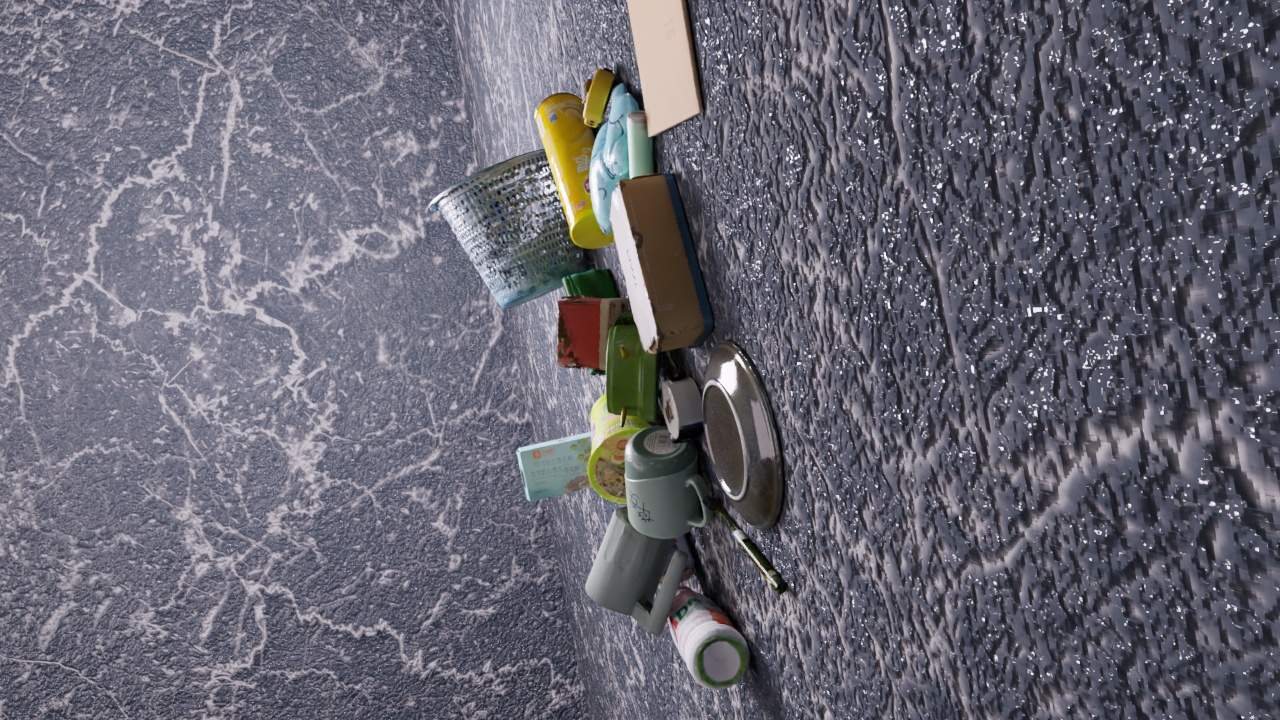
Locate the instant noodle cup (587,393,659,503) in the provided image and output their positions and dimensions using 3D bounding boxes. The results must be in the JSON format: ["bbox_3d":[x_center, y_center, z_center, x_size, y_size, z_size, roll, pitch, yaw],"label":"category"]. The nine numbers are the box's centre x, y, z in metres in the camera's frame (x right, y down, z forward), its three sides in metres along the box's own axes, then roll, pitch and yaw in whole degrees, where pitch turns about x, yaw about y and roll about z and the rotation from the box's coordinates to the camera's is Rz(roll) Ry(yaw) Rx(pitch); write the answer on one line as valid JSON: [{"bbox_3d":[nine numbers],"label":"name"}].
[{"bbox_3d":[-0.018,0.099,1.158,0.123,0.111,0.112,-107,11,-58],"label":"instant noodle cup"}]

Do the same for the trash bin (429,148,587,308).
[{"bbox_3d":[-0.185,-0.195,1.427,0.195,0.226,0.227,66,168,-5],"label":"trash bin"}]

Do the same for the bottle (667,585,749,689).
[{"bbox_3d":[0.066,0.307,1.052,0.197,0.068,0.068,-160,59,-79],"label":"bottle"}]

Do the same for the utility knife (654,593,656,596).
[{"bbox_3d":[0.015,0.254,1.337,0.033,0.015,0.215,-132,35,-65],"label":"utility knife"}]

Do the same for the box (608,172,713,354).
[{"bbox_3d":[0.019,-0.089,0.913,0.090,0.061,0.184,127,128,-75],"label":"box"}]

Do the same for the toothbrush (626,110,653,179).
[{"bbox_3d":[0.003,-0.159,0.990,0.027,0.026,0.225,-85,-6,-53],"label":"toothbrush"}]

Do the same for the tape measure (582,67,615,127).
[{"bbox_3d":[-0.049,-0.300,1.036,0.057,0.029,0.060,120,168,-71],"label":"tape measure"}]

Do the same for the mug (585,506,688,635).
[{"bbox_3d":[0.001,0.245,1.080,0.124,0.083,0.103,29,104,46],"label":"mug"}]

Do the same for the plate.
[{"bbox_3d":[0.085,0.071,0.845,0.179,0.024,0.179,167,91,-78],"label":"plate"}]

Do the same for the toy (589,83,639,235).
[{"bbox_3d":[-0.031,-0.223,1.030,0.156,0.049,0.161,-152,64,-78],"label":"toy"}]

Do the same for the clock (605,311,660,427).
[{"bbox_3d":[-0.006,0.006,1.058,0.161,0.056,0.116,-77,-11,-73],"label":"clock"}]

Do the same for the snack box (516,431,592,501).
[{"bbox_3d":[-0.087,0.147,1.331,0.051,0.174,0.074,-171,69,-80],"label":"snack box"}]

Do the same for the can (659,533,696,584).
[{"bbox_3d":[0.027,0.214,1.165,0.053,0.053,0.134,95,159,-53],"label":"can"}]

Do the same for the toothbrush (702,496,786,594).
[{"bbox_3d":[0.098,0.176,0.899,0.012,0.017,0.186,-61,22,8],"label":"toothbrush"}]

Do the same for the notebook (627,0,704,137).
[{"bbox_3d":[0.015,-0.320,0.831,0.149,0.012,0.211,-159,58,-74],"label":"notebook"}]

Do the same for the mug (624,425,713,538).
[{"bbox_3d":[0.034,0.139,1.027,0.112,0.082,0.106,26,132,36],"label":"mug"}]

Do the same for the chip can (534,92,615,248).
[{"bbox_3d":[-0.080,-0.245,1.173,0.072,0.072,0.213,98,157,-57],"label":"chip can"}]

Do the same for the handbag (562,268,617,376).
[{"bbox_3d":[-0.066,-0.055,1.294,0.120,0.068,0.131,95,159,-55],"label":"handbag"}]

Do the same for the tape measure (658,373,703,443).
[{"bbox_3d":[0.044,0.050,0.985,0.066,0.033,0.065,109,146,-67],"label":"tape measure"}]

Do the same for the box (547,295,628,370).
[{"bbox_3d":[-0.064,-0.035,1.138,0.168,0.077,0.091,-27,-60,-81],"label":"box"}]
